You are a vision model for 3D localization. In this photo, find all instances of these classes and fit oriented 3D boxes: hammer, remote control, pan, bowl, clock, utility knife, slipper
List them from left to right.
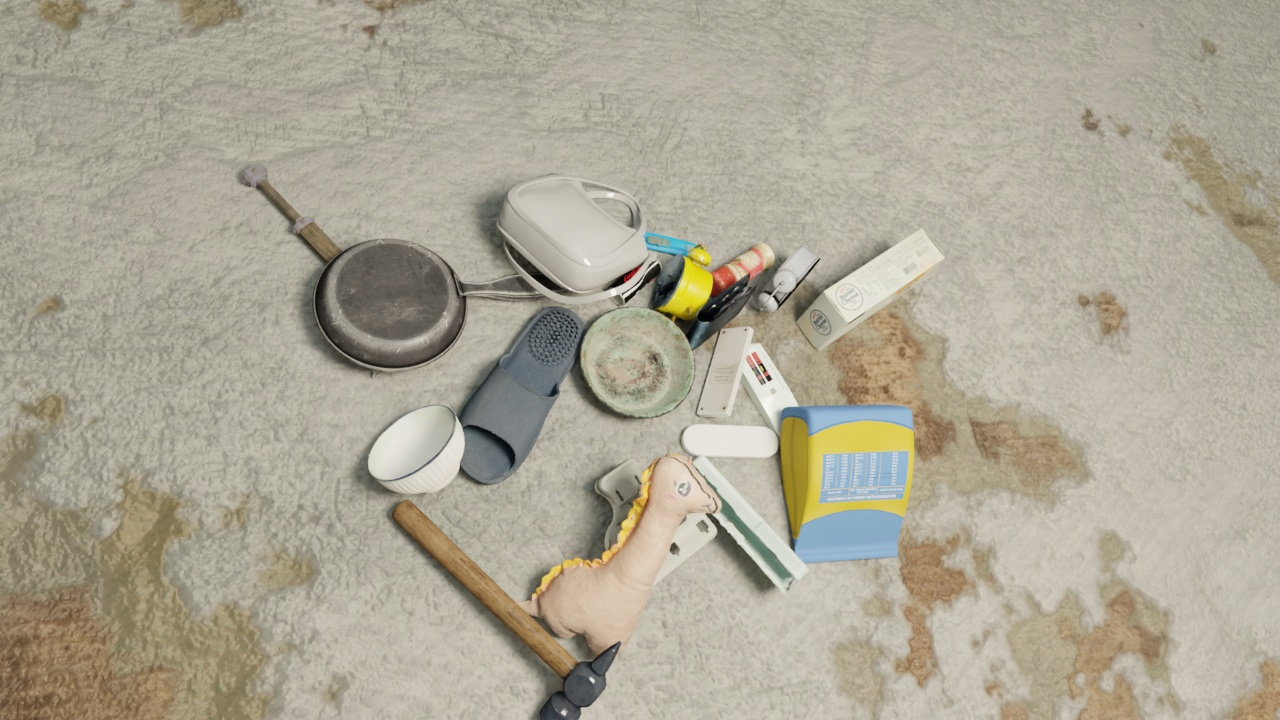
[{"bbox_3d":[-0.392,-0.138,1.177,0.317,0.028,0.146,46,63,4],"label":"hammer"},{"bbox_3d":[-0.255,0.115,1.088,0.117,0.118,0.062,-49,130,-25],"label":"bowl"},{"bbox_3d":[-0.234,-0.089,1.178,0.356,0.055,0.187,-11,69,-22],"label":"pan"},{"bbox_3d":[-0.167,0.274,1.057,0.322,0.040,0.129,40,106,11],"label":"hammer"},{"bbox_3d":[-0.148,0.029,1.153,0.101,0.083,0.263,29,64,-1],"label":"slipper"},{"bbox_3d":[-0.007,0.007,1.223,0.157,0.039,0.157,5,69,-14],"label":"bowl"},{"bbox_3d":[0.007,-0.171,1.309,0.178,0.015,0.031,9,62,-11],"label":"utility knife"},{"bbox_3d":[0.060,-0.110,1.261,0.057,0.083,0.118,24,64,-19],"label":"clock"},{"bbox_3d":[0.116,0.015,1.251,0.011,0.050,0.135,40,58,-40],"label":"remote control"},{"bbox_3d":[0.121,0.109,1.234,0.136,0.013,0.043,3,69,-15],"label":"remote control"},{"bbox_3d":[0.178,0.041,1.270,0.049,0.024,0.143,-26,79,-23],"label":"remote control"},{"bbox_3d":[0.206,-0.113,1.295,0.035,0.095,0.122,41,48,6],"label":"clock"}]

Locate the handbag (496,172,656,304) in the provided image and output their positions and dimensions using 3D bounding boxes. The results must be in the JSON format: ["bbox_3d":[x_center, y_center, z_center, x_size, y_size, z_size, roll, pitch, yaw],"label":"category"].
[{"bbox_3d":[-0.066,-0.175,1.248,0.216,0.096,0.222,42,41,11],"label":"handbag"}]

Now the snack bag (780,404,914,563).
[{"bbox_3d":[0.273,0.163,1.219,0.159,0.102,0.205,0,90,-16],"label":"snack bag"}]

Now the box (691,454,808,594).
[{"bbox_3d":[0.133,0.203,1.169,0.199,0.066,0.082,47,25,8],"label":"box"}]

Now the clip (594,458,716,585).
[{"bbox_3d":[0.002,0.198,1.151,0.126,0.097,0.152,-34,70,-25],"label":"clip"}]

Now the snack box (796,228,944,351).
[{"bbox_3d":[0.331,-0.102,1.324,0.207,0.104,0.057,-31,78,-23],"label":"snack box"}]

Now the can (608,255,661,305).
[{"bbox_3d":[-0.007,-0.111,1.272,0.031,0.032,0.080,45,65,4],"label":"can"}]

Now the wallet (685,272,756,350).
[{"bbox_3d":[0.109,-0.063,1.256,0.114,0.089,0.026,-38,78,-24],"label":"wallet"}]

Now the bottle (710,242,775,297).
[{"bbox_3d":[0.144,-0.129,1.315,0.108,0.044,0.044,-33,81,-25],"label":"bottle"}]

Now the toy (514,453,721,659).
[{"bbox_3d":[-0.033,0.216,1.058,0.196,0.065,0.264,21,100,3],"label":"toy"}]
